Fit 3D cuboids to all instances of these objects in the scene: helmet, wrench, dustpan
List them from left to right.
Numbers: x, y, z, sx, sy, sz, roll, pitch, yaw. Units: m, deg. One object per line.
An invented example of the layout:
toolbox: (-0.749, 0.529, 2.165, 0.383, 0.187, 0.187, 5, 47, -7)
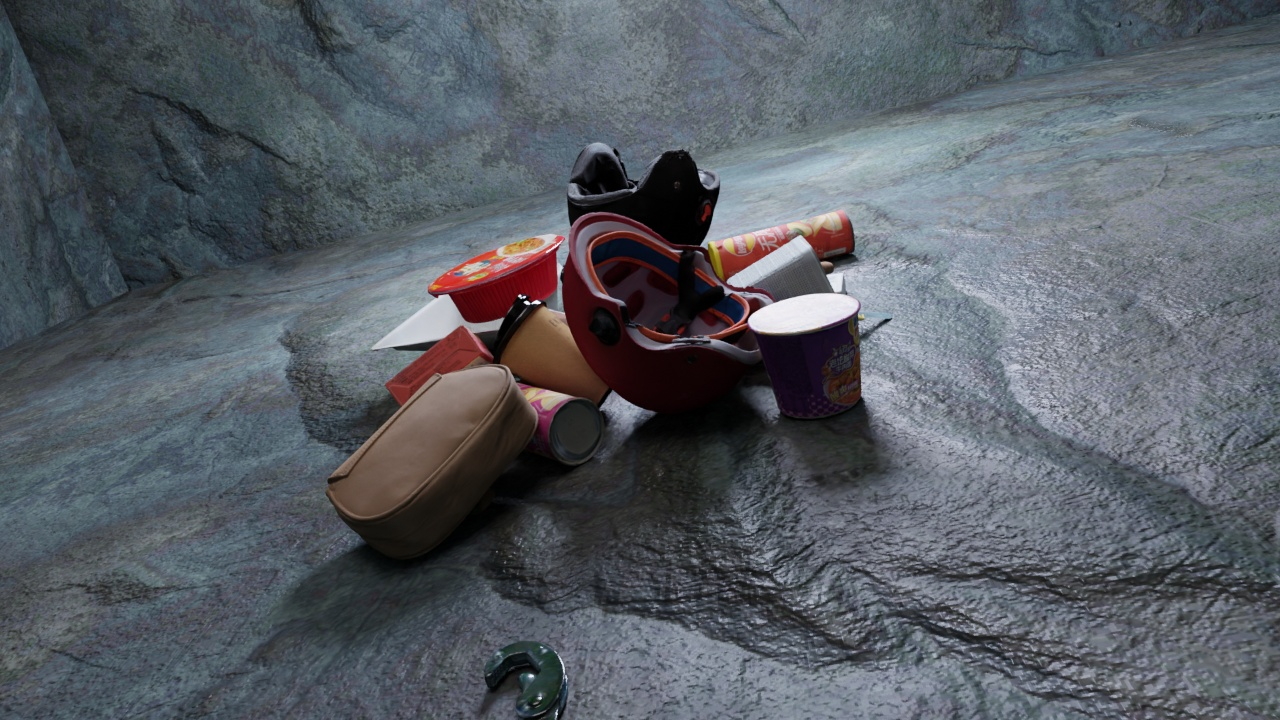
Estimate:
dustpan: (-0.228, -0.090, 1.331, 0.223, 0.142, 0.257, -7, -5, 22)
wrench: (-0.066, 0.239, 0.507, 0.056, 0.016, 0.273, -15, 18, -1)
helmet: (0.008, -0.250, 1.548, 0.274, 0.230, 0.234, -16, 25, -36)
helmet: (0.010, -0.037, 0.980, 0.240, 0.144, 0.206, 35, 35, 10)

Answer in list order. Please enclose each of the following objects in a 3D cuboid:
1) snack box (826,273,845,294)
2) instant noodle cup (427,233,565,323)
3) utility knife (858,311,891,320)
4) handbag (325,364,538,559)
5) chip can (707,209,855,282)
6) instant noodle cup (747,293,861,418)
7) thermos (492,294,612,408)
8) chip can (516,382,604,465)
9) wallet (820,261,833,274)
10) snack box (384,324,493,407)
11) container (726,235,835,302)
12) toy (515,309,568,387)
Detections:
snack box: (0.194, -0.082, 1.229, 0.157, 0.027, 0.084, -9, 20, 17)
instant noodle cup: (-0.181, -0.104, 1.220, 0.194, 0.066, 0.193, -19, 19, 7)
utility knife: (0.215, -0.054, 1.070, 0.196, 0.020, 0.031, 6, 27, -24)
handbag: (-0.195, 0.095, 0.876, 0.148, 0.100, 0.204, 9, 47, 41)
chip can: (0.215, -0.173, 1.408, 0.216, 0.073, 0.073, -14, 18, 1)
instant noodle cup: (0.169, -0.003, 0.903, 0.111, 0.099, 0.111, -14, 18, 5)
thermos: (-0.096, -0.002, 1.030, 0.143, 0.093, 0.092, 34, 31, 5)
chip can: (-0.128, 0.059, 0.991, 0.071, 0.071, 0.211, -27, 22, -33)
wallet: (0.207, -0.121, 1.300, 0.115, 0.020, 0.101, -11, 1, 26)
snack box: (-0.233, 0.017, 1.099, 0.113, 0.044, 0.127, -38, -7, -4)
container: (0.173, -0.083, 1.128, 0.111, 0.090, 0.089, -28, 18, 9)
toy: (-0.096, -0.033, 1.165, 0.199, 0.140, 0.130, -30, 50, -30)
